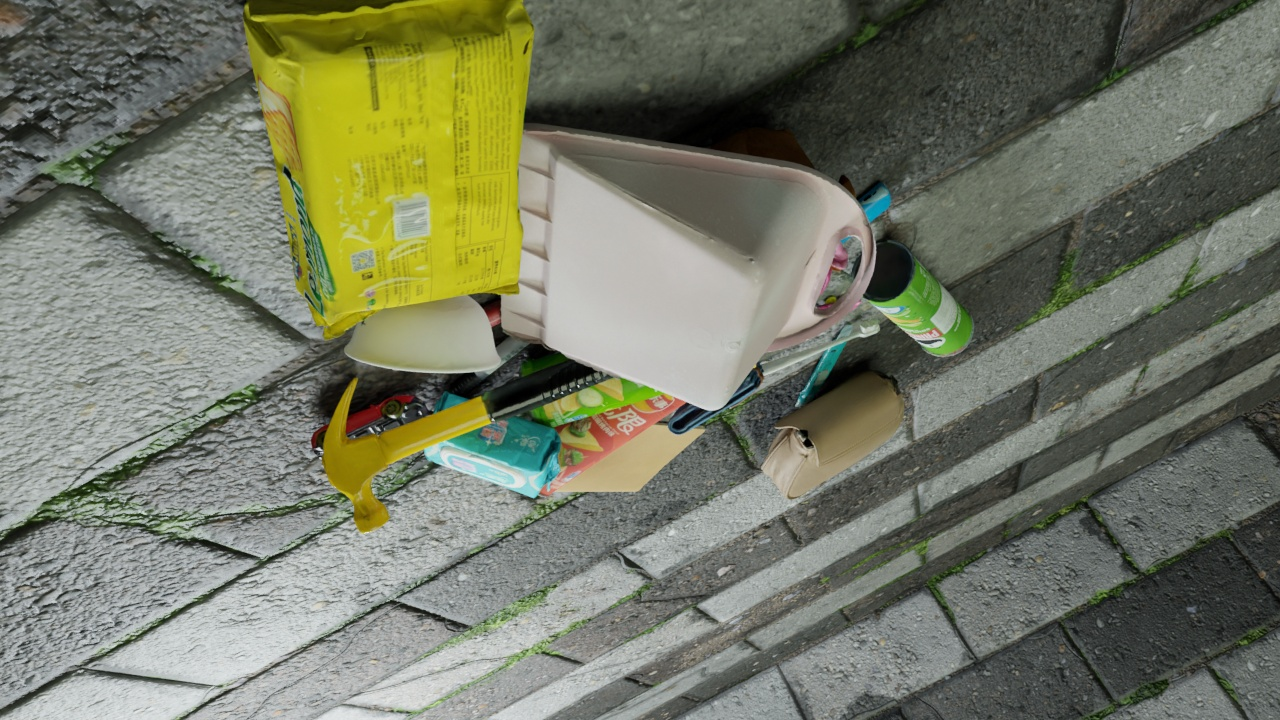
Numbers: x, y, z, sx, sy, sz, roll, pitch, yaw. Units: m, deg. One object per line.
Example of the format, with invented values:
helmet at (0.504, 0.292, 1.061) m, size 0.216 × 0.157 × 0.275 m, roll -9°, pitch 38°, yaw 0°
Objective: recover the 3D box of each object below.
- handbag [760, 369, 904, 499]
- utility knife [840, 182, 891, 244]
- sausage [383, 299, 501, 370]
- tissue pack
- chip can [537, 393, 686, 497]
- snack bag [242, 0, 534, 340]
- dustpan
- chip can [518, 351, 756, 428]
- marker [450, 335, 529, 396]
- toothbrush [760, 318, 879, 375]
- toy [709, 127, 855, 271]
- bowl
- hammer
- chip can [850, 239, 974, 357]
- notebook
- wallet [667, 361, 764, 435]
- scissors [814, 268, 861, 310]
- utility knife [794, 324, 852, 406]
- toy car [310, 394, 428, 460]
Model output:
handbag at (0.254, 0.092, 1.220) m, size 0.204 × 0.099 × 0.148 m, roll -28°, pitch 153°, yaw -22°
utility knife at (0.161, -0.099, 0.927) m, size 0.219 × 0.018 × 0.034 m, roll -39°, pitch 150°, yaw 18°
sausage at (-0.150, -0.028, 0.788) m, size 0.156 × 0.020 × 0.020 m, roll -26°, pitch 151°, yaw -4°
tissue pack at (-0.138, 0.084, 0.873) m, size 0.133 × 0.050 × 0.093 m, roll 19°, pitch 154°, yaw -1°
chip can at (-0.035, 0.059, 0.968) m, size 0.217 × 0.073 × 0.073 m, roll -34°, pitch 150°, yaw 14°
snack bag at (-0.145, -0.119, 0.574) m, size 0.157 × 0.068 × 0.247 m, roll -15°, pitch 141°, yaw -22°
dustpan at (0.032, -0.080, 0.721) m, size 0.138 × 0.273 × 0.223 m, roll -53°, pitch 166°, yaw -36°
chip can at (-0.005, 0.005, 0.874) m, size 0.221 × 0.072 × 0.073 m, roll -16°, pitch 150°, yaw 1°
marker at (-0.124, -0.008, 0.844) m, size 0.131 × 0.018 × 0.022 m, roll -36°, pitch 158°, yaw 17°
toothbrush at (0.202, -0.012, 1.092) m, size 0.180 × 0.016 × 0.016 m, roll -21°, pitch 137°, yaw -3°
toy at (0.114, -0.105, 0.785) m, size 0.140 × 0.130 × 0.199 m, roll -6°, pitch 163°, yaw 12°
bowl at (-0.165, -0.034, 0.706) m, size 0.118 × 0.118 × 0.065 m, roll -2°, pitch 104°, yaw -37°
hammer at (-0.132, 0.041, 0.803) m, size 0.300 × 0.129 × 0.033 m, roll -21°, pitch -167°, yaw -5°
chip can at (0.318, -0.067, 1.053) m, size 0.072 × 0.072 × 0.235 m, roll -39°, pitch 148°, yaw 19°
notebook at (-0.032, 0.120, 1.129) m, size 0.207 × 0.008 × 0.148 m, roll 9°, pitch 135°, yaw -46°
wallet at (0.086, 0.038, 1.015) m, size 0.106 × 0.040 × 0.133 m, roll -34°, pitch -179°, yaw 13°
scissors at (0.192, -0.060, 1.021) m, size 0.133 × 0.017 × 0.134 m, roll -12°, pitch 151°, yaw -19°
utility knife at (0.233, 0.009, 1.163) m, size 0.029 × 0.013 × 0.176 m, roll -14°, pitch 148°, yaw -21°
toy car at (-0.246, 0.061, 0.839) m, size 0.106 × 0.031 × 0.049 m, roll -24°, pitch 151°, yaw -8°
